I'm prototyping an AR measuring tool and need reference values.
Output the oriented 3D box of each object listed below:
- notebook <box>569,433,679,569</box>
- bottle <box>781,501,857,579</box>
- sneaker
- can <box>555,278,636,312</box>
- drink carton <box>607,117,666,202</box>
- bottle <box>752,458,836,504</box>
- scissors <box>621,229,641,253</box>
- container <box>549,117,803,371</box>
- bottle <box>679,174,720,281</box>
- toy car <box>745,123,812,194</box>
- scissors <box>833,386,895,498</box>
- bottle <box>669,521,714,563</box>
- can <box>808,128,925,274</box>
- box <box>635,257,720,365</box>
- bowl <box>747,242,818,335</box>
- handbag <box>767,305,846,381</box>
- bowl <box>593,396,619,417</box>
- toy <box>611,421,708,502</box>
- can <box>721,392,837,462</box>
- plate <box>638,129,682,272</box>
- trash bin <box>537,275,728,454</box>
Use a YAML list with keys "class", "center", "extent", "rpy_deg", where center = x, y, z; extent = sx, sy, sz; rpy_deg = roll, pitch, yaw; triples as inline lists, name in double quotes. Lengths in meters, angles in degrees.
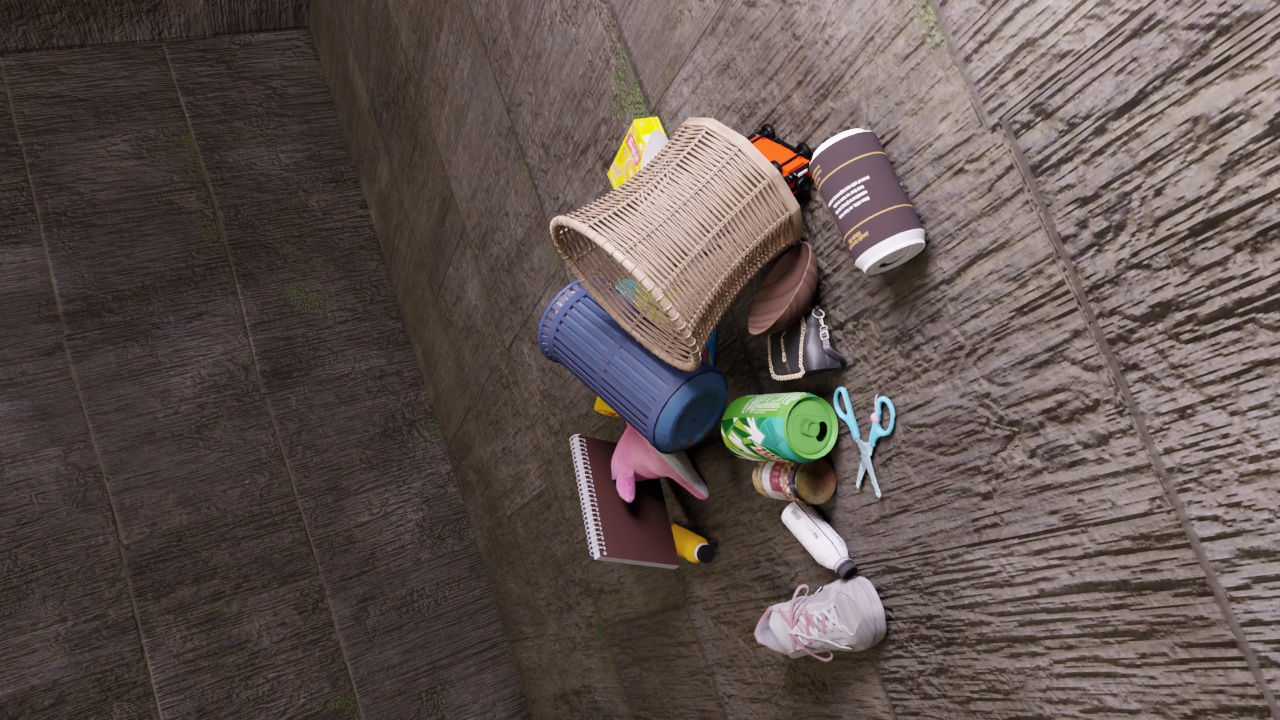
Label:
- class: "notebook"
  center: [-0.027, 0.224, 1.461]
  extent: [0.022, 0.171, 0.208]
  rpy_deg: [-41, 48, 35]
- class: "bottle"
  center: [0.223, 0.222, 1.132]
  extent: [0.116, 0.041, 0.041]
  rpy_deg: [49, 145, 43]
- class: "sneaker"
  center: [0.215, 0.333, 1.153]
  extent: [0.099, 0.089, 0.237]
  rpy_deg: [67, 154, 16]
- class: "can"
  center: [-0.043, -0.070, 1.399]
  extent: [0.099, 0.143, 0.099]
  rpy_deg: [43, 141, 49]
- class: "drink carton"
  center: [-0.004, -0.285, 1.315]
  extent: [0.058, 0.042, 0.135]
  rpy_deg: [68, 154, 16]
- class: "bottle"
  center: [0.189, 0.147, 1.141]
  extent: [0.105, 0.056, 0.056]
  rpy_deg: [-9, 96, 66]
- class: "scissors"
  center: [0.019, -0.186, 1.360]
  extent: [0.140, 0.015, 0.189]
  rpy_deg: [66, 152, 20]
- class: "container"
  center: [0.046, -0.136, 1.029]
  extent: [0.227, 0.196, 0.227]
  rpy_deg: [43, 169, 10]
- class: "bottle"
  center: [0.077, -0.192, 1.185]
  extent: [0.052, 0.052, 0.196]
  rpy_deg: [47, 144, 46]
- class: "toy car"
  center: [0.148, -0.219, 1.017]
  extent: [0.100, 0.051, 0.049]
  rpy_deg: [42, 158, 40]
- class: "scissors"
  center: [0.246, 0.084, 1.038]
  extent: [0.118, 0.015, 0.139]
  rpy_deg: [48, 139, 45]
- class: "bottle"
  center: [0.072, 0.297, 1.491]
  extent: [0.144, 0.043, 0.043]
  rpy_deg: [9, 112, 63]
- class: "can"
  center: [0.218, -0.154, 0.887]
  extent: [0.128, 0.071, 0.072]
  rpy_deg: [68, 155, 14]
- class: "box"
  center: [0.047, -0.025, 1.317]
  extent: [0.124, 0.079, 0.221]
  rpy_deg: [48, 146, 45]
- class: "bowl"
  center: [0.169, -0.074, 1.039]
  extent: [0.119, 0.032, 0.119]
  rpy_deg: [-56, 14, 21]
- class: "handbag"
  center: [0.187, -0.017, 1.070]
  extent: [0.129, 0.054, 0.079]
  rpy_deg: [157, 108, -68]
- class: "bowl"
  center: [-0.021, 0.041, 1.482]
  extent: [0.067, 0.117, 0.117]
  rpy_deg: [25, 142, 5]
- class: "toy"
  center: [0.008, 0.155, 1.396]
  extent: [0.186, 0.127, 0.266]
  rpy_deg: [48, 172, -8]
- class: "can"
  center: [0.167, 0.082, 1.117]
  extent: [0.144, 0.083, 0.083]
  rpy_deg: [-9, 95, 65]
- class: "plate"
  center: [0.033, -0.205, 1.198]
  extent: [0.188, 0.027, 0.188]
  rpy_deg: [4, -91, -76]
- class: "trash bin"
  center: [-0.007, 0.007, 1.208]
  extent: [0.249, 0.139, 0.139]
  rpy_deg: [39, 139, 34]
